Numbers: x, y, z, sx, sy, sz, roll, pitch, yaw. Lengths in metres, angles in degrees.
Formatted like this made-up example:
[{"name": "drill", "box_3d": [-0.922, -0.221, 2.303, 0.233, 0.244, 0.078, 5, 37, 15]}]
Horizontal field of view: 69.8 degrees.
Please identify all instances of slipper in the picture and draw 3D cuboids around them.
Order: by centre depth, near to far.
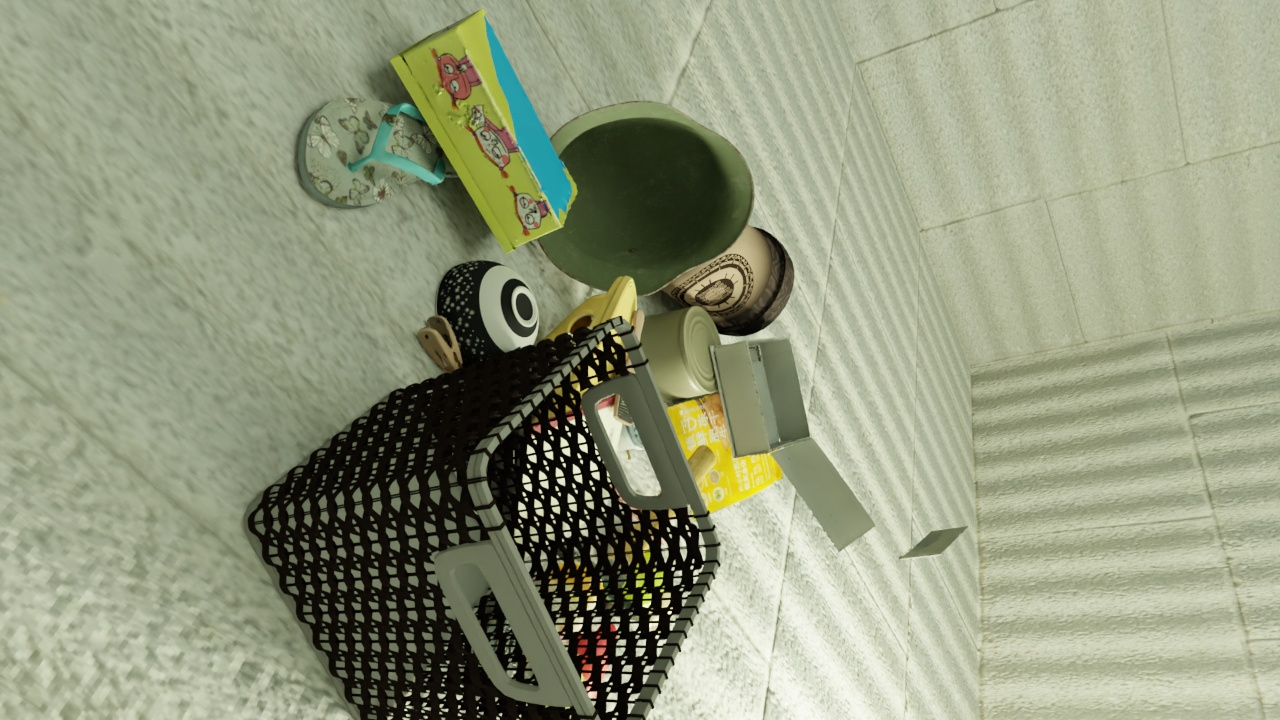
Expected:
[{"name": "slipper", "box_3d": [-0.223, -0.214, 0.888, 0.268, 0.055, 0.098, -39, 111, -60]}, {"name": "slipper", "box_3d": [-0.079, 0.018, 1.026, 0.262, 0.078, 0.099, -64, 154, -25]}]

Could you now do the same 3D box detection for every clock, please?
[{"name": "clock", "box_3d": [-0.022, 0.061, 1.134, 0.118, 0.057, 0.083, 63, 32, -24]}]

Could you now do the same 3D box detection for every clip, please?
[{"name": "clip", "box_3d": [-0.192, -0.019, 0.899, 0.045, 0.025, 0.061, -70, 145, -42]}]

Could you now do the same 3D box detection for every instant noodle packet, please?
[{"name": "instant noodle packet", "box_3d": [0.110, 0.128, 1.338, 0.221, 0.084, 0.163, -14, 92, -55]}]

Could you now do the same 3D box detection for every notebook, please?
[{"name": "notebook", "box_3d": [-0.075, 0.122, 0.993, 0.208, 0.012, 0.153, -16, 119, -63]}]

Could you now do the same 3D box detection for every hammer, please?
[{"name": "hammer", "box_3d": [0.022, 0.193, 1.126, 0.132, 0.033, 0.329, 50, 35, -1]}]

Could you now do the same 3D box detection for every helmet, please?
[{"name": "helmet", "box_3d": [-0.001, -0.210, 1.125, 0.153, 0.267, 0.227, -105, -161, -67]}]

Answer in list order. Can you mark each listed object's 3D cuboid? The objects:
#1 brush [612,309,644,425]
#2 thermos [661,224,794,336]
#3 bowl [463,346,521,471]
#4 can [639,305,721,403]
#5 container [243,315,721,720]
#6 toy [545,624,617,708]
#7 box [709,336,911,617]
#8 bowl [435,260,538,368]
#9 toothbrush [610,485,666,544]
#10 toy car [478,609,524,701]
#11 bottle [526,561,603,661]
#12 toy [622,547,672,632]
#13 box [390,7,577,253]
[{"name": "brush", "box_3d": [-0.006, 0.006, 1.057, 0.050, 0.015, 0.135, 32, 64, -62]}, {"name": "thermos", "box_3d": [0.097, -0.145, 1.327, 0.226, 0.173, 0.172, 26, 57, -48]}, {"name": "bowl", "box_3d": [-0.146, 0.047, 0.899, 0.124, 0.052, 0.124, 180, -88, -85]}, {"name": "can", "box_3d": [0.058, -0.009, 1.287, 0.127, 0.073, 0.127, 31, 53, -53]}, {"name": "container", "box_3d": [-0.116, 0.139, 0.737, 0.244, 0.244, 0.247, -49, 122, -56]}, {"name": "toy", "box_3d": [-0.060, 0.322, 0.958, 0.134, 0.045, 0.092, -32, 141, -61]}, {"name": "box", "box_3d": [0.228, 0.158, 1.302, 0.165, 0.109, 0.418, -7, 71, -58]}, {"name": "bowl", "box_3d": [-0.145, -0.048, 0.945, 0.120, 0.066, 0.120, 31, 53, -53]}, {"name": "toothbrush", "box_3d": [-0.011, 0.179, 1.149, 0.190, 0.016, 0.016, 51, 37, -39]}, {"name": "toy car", "box_3d": [-0.132, 0.274, 0.879, 0.048, 0.033, 0.105, 50, 44, -44]}, {"name": "bottle", "box_3d": [-0.084, 0.260, 0.940, 0.108, 0.063, 0.063, -53, 126, -39]}, {"name": "toy", "box_3d": [0.010, 0.284, 1.119, 0.118, 0.043, 0.092, 65, 30, -24]}, {"name": "box", "box_3d": [-0.151, -0.234, 0.943, 0.124, 0.079, 0.221, -81, 149, -58]}]
